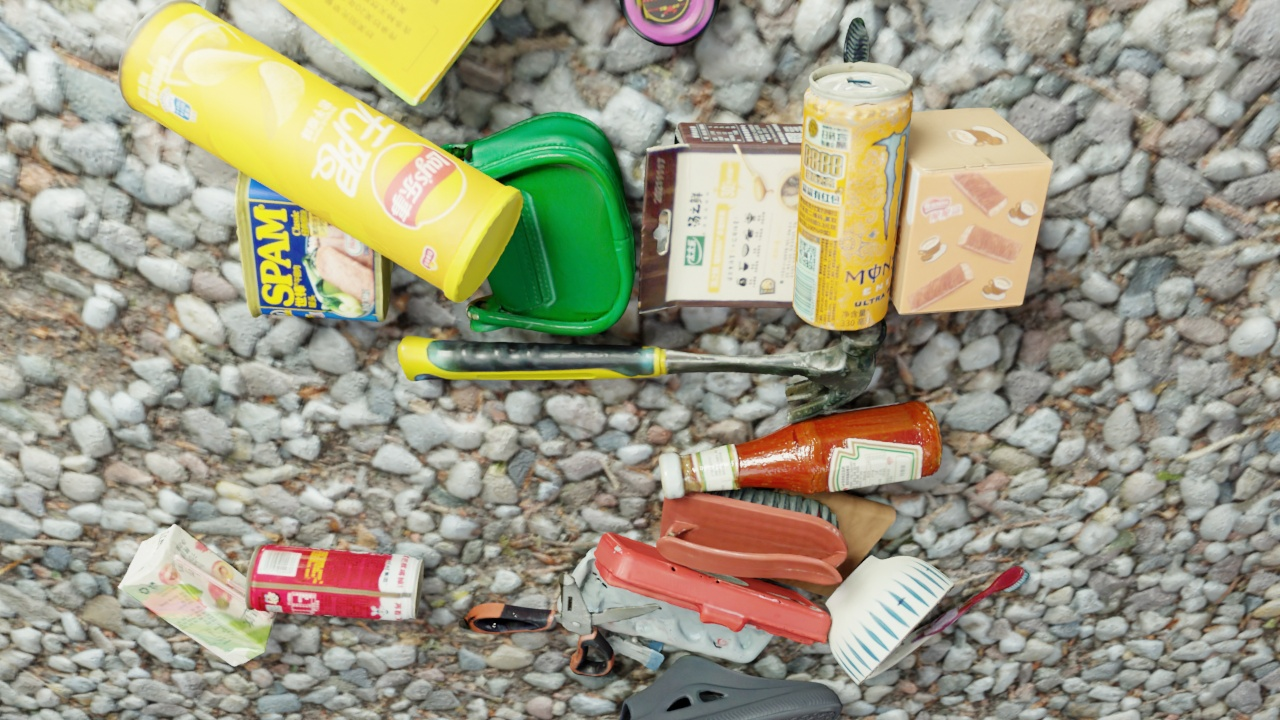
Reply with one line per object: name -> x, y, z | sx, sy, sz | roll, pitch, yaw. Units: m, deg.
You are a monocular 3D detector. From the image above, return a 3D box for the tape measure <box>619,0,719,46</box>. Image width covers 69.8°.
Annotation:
tape measure -> 0.016, -0.206, 0.511 | 0.057, 0.039, 0.058 | -25, 117, 14

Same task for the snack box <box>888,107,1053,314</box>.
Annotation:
snack box -> 0.188, -0.093, 0.563 | 0.077, 0.092, 0.094 | -4, 124, -1

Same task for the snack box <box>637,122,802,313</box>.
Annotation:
snack box -> 0.061, -0.089, 0.583 | 0.125, 0.053, 0.113 | 1, 124, -4

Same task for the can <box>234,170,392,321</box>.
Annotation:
can -> -0.202, -0.075, 0.579 | 0.083, 0.057, 0.102 | 3, 124, -8

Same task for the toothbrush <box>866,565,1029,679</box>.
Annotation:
toothbrush -> 0.277, 0.244, 0.843 | 0.017, 0.016, 0.188 | 30, 118, -32

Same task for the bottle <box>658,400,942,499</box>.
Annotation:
bottle -> 0.117, 0.072, 0.689 | 0.206, 0.059, 0.060 | -9, 124, 2

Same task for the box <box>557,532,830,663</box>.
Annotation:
box -> 0.044, 0.203, 0.777 | 0.201, 0.073, 0.155 | 21, 148, -17

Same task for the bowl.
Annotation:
bowl -> 0.200, 0.208, 0.772 | 0.066, 0.116, 0.117 | 43, 122, 22

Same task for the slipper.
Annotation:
slipper -> 0.059, 0.328, 0.860 | 0.267, 0.083, 0.111 | -1, 137, -23

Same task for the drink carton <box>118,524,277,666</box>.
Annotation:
drink carton -> -0.357, 0.194, 0.756 | 0.045, 0.053, 0.122 | -29, 121, 15

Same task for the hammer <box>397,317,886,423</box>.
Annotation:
hammer -> -0.004, 0.004, 0.637 | 0.323, 0.031, 0.126 | 1, 153, 4

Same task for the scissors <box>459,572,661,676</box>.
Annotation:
scissors -> -0.059, 0.227, 0.777 | 0.226, 0.015, 0.189 | -14, 136, 33

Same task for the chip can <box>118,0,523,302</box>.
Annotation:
chip can -> -0.172, -0.116, 0.507 | 0.213, 0.071, 0.072 | 31, 119, 0

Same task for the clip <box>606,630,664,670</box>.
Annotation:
clip -> -0.006, 0.262, 0.839 | 0.058, 0.043, 0.027 | 25, 122, -10

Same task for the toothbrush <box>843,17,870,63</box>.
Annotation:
toothbrush -> 0.135, -0.121, 0.588 | 0.014, 0.017, 0.189 | -7, 125, -1

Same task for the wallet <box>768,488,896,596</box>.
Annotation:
wallet -> 0.142, 0.150, 0.771 | 0.101, 0.020, 0.115 | 18, 124, -11

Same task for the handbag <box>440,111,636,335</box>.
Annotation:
handbag -> -0.064, -0.080, 0.575 | 0.120, 0.067, 0.131 | -10, 124, 5

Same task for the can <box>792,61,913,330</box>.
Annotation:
can -> 0.120, -0.091, 0.529 | 0.058, 0.058, 0.146 | -3, 124, -1

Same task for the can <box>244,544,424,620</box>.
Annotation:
can -> -0.248, 0.183, 0.753 | 0.132, 0.053, 0.053 | 6, 124, -7

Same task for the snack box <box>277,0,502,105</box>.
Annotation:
snack box -> -0.147, -0.256, 0.450 | 0.210, 0.070, 0.158 | 36, 115, -24

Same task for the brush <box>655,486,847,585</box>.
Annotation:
brush -> 0.087, 0.138, 0.713 | 0.146, 0.069, 0.063 | 10, 125, 8
